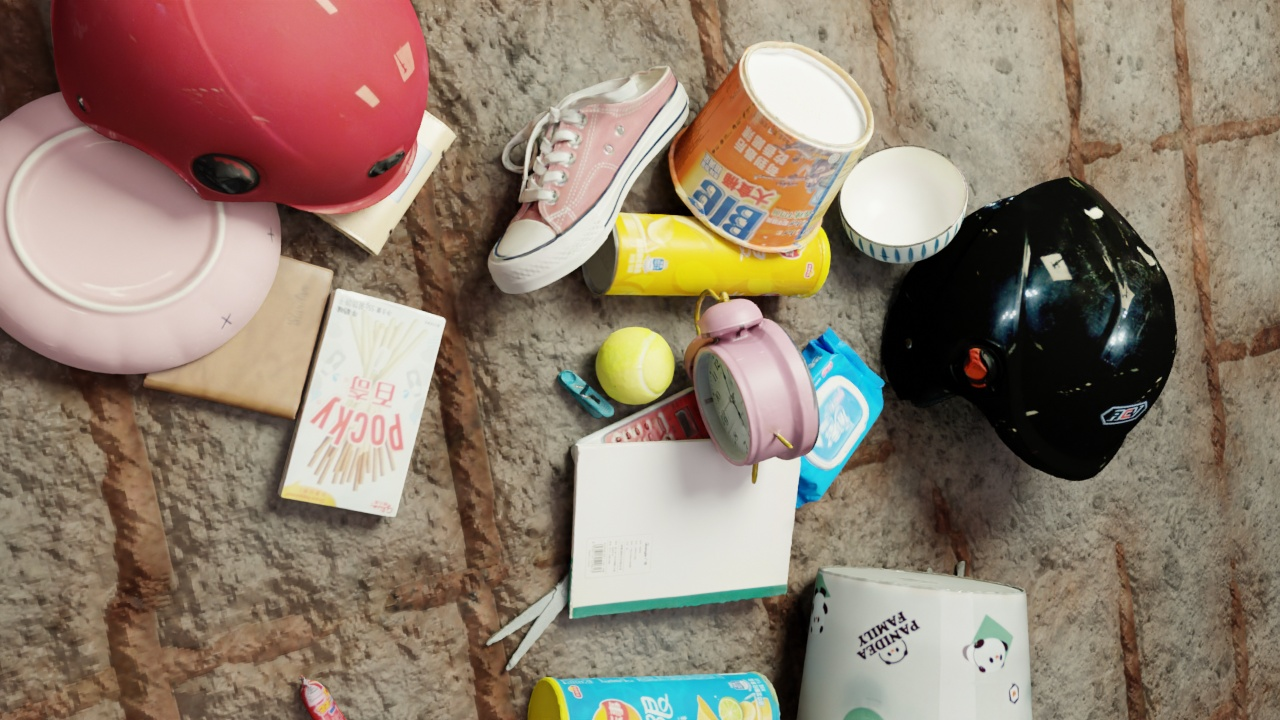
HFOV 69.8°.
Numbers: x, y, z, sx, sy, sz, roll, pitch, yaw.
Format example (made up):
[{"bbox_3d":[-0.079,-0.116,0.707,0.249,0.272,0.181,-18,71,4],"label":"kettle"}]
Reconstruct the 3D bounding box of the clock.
[{"bbox_3d":[0.082,0.013,0.749,0.059,0.117,0.158,-16,69,-17],"label":"clock"}]

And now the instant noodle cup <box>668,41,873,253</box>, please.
[{"bbox_3d":[0.112,-0.181,0.760,0.151,0.112,0.151,13,53,-18],"label":"instant noodle cup"}]

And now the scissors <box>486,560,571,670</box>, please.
[{"bbox_3d":[-0.060,0.179,0.770,0.169,0.012,0.144,-7,94,-28],"label":"scissors"}]

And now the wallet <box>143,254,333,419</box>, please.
[{"bbox_3d":[-0.281,-0.025,0.647,0.101,0.020,0.115,16,82,-27],"label":"wallet"}]

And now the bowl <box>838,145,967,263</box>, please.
[{"bbox_3d":[0.251,-0.140,0.880,0.116,0.116,0.066,-56,153,-15],"label":"bowl"}]

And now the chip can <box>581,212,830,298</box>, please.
[{"bbox_3d":[0.059,-0.091,0.792,0.213,0.072,0.072,-1,92,-27],"label":"chip can"}]

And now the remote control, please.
[{"bbox_3d":[0.007,0.070,0.793,0.135,0.020,0.056,-24,91,-25],"label":"remote control"}]

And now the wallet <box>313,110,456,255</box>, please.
[{"bbox_3d":[-0.203,-0.149,0.683,0.087,0.024,0.115,37,75,-28],"label":"wallet"}]

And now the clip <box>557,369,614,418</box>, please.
[{"bbox_3d":[-0.047,0.028,0.768,0.055,0.037,0.013,43,70,-13],"label":"clip"}]

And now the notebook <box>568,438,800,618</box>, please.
[{"bbox_3d":[0.041,0.140,0.787,0.209,0.012,0.150,0,100,-22],"label":"notebook"}]

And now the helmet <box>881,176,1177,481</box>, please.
[{"bbox_3d":[0.385,-0.033,0.876,0.233,0.231,0.274,-4,54,-27],"label":"helmet"}]

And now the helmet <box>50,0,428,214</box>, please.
[{"bbox_3d":[-0.230,-0.211,0.574,0.240,0.144,0.206,28,61,-23],"label":"helmet"}]

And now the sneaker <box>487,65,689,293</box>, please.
[{"bbox_3d":[-0.050,-0.159,0.716,0.240,0.118,0.088,-55,131,-22],"label":"sneaker"}]

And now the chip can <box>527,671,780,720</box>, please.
[{"bbox_3d":[0.014,0.304,0.779,0.210,0.071,0.071,9,87,-28],"label":"chip can"}]

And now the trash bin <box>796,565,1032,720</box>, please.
[{"bbox_3d":[0.244,0.322,0.822,0.229,0.230,0.251,9,82,-27],"label":"trash bin"}]

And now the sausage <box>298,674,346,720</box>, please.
[{"bbox_3d":[-0.216,0.299,0.688,0.020,0.020,0.156,-29,104,-24],"label":"sausage"}]

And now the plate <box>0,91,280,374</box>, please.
[{"bbox_3d":[-0.334,-0.088,0.593,0.192,0.039,0.192,2,84,-24],"label":"plate"}]

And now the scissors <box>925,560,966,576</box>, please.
[{"bbox_3d":[0.334,0.329,0.979,0.224,0.015,0.188,46,72,-20],"label":"scissors"}]

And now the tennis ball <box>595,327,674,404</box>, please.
[{"bbox_3d":[-0.005,0.004,0.764,0.065,0.066,0.065,-1,91,-28],"label":"tennis ball"}]

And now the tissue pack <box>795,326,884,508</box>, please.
[{"bbox_3d":[0.168,0.053,0.863,0.095,0.052,0.157,45,72,-21],"label":"tissue pack"}]

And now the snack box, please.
[{"bbox_3d":[-0.206,0.032,0.683,0.084,0.027,0.156,16,83,-27],"label":"snack box"}]
